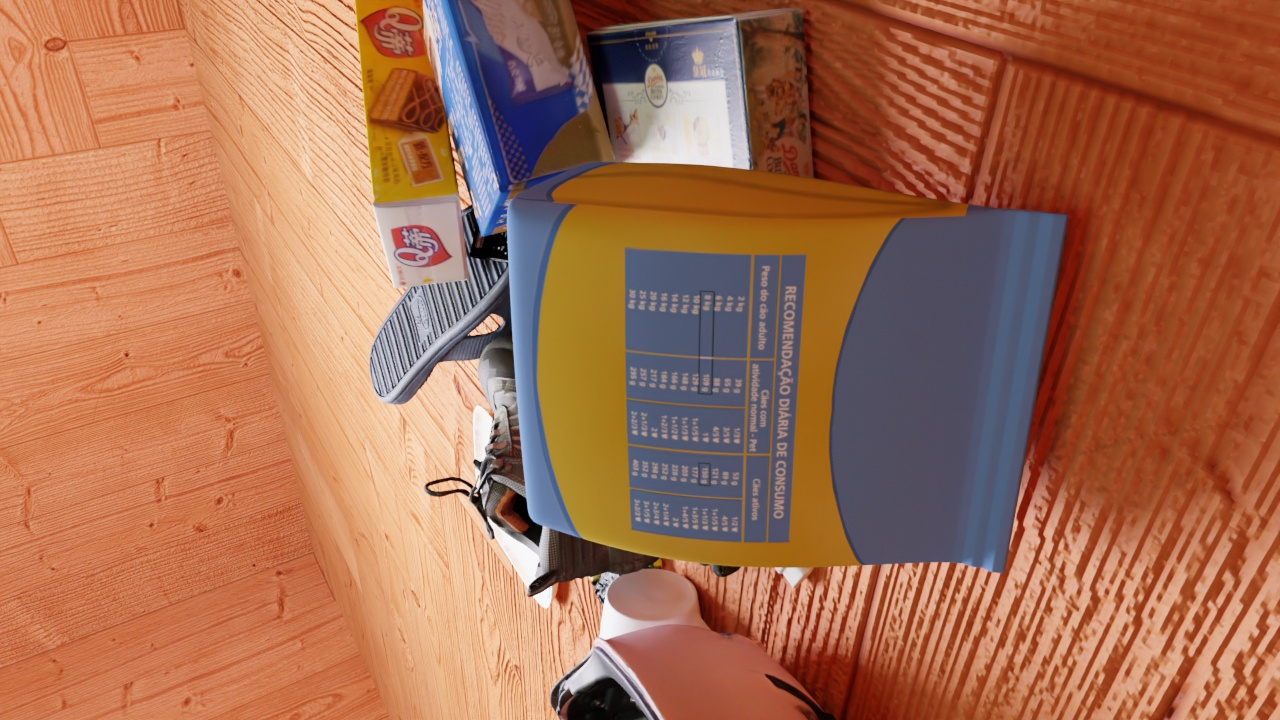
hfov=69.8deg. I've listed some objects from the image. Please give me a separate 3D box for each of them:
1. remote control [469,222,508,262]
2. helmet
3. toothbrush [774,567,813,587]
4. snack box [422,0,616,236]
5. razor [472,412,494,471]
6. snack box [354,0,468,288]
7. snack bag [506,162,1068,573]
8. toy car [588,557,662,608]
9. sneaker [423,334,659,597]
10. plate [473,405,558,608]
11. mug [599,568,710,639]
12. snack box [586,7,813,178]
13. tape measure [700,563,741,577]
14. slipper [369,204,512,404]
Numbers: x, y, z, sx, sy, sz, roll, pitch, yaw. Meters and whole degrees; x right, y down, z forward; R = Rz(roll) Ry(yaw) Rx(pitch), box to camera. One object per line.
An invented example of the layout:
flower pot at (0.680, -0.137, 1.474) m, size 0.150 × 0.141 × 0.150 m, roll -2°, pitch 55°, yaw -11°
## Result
remote control at (-0.081, -0.086, 0.691) m, size 0.140 × 0.009 × 0.030 m, roll 12°, pitch 89°, yaw 41°
helmet at (0.053, 0.270, 0.558) m, size 0.230 × 0.152 × 0.255 m, roll 27°, pitch 131°, yaw 62°
toothbrush at (0.107, 0.074, 0.490) m, size 0.018 × 0.015 × 0.182 m, roll 49°, pitch 146°, yaw 25°
snack box at (-0.085, -0.171, 0.582) m, size 0.203 × 0.069 × 0.155 m, roll -177°, pitch 70°, yaw -77°
razor at (-0.119, 0.051, 0.858) m, size 0.057 × 0.060 × 0.156 m, roll 30°, pitch 112°, yaw 41°
snack box at (-0.184, -0.184, 0.737) m, size 0.110 × 0.061 × 0.230 m, roll 101°, pitch 158°, yaw -60°
snack bag at (0.056, 0.004, 0.387) m, size 0.205 × 0.102 × 0.159 m, roll 9°, pitch 116°, yaw 21°
toy car at (-0.010, 0.174, 0.750) m, size 0.049 × 0.030 × 0.107 m, roll 56°, pitch 138°, yaw 30°
sneaker at (-0.099, 0.089, 0.712) m, size 0.238 × 0.142 × 0.101 m, roll 51°, pitch 152°, yaw 36°
plate at (-0.131, 0.153, 0.977) m, size 0.187 × 0.016 × 0.187 m, roll 46°, pitch 144°, yaw 40°
mug at (0.023, 0.215, 0.681) m, size 0.114 × 0.080 × 0.088 m, roll 10°, pitch 113°, yaw 25°
snack box at (0.031, -0.106, 0.488) m, size 0.144 × 0.042 × 0.145 m, roll 26°, pitch 129°, yaw 55°
tape measure at (0.044, 0.096, 0.595) m, size 0.064 × 0.037 × 0.066 m, roll 34°, pitch 135°, yaw 48°
slipper at (-0.155, -0.046, 0.820) m, size 0.264 × 0.082 × 0.101 m, roll -40°, pitch 59°, yaw 38°
